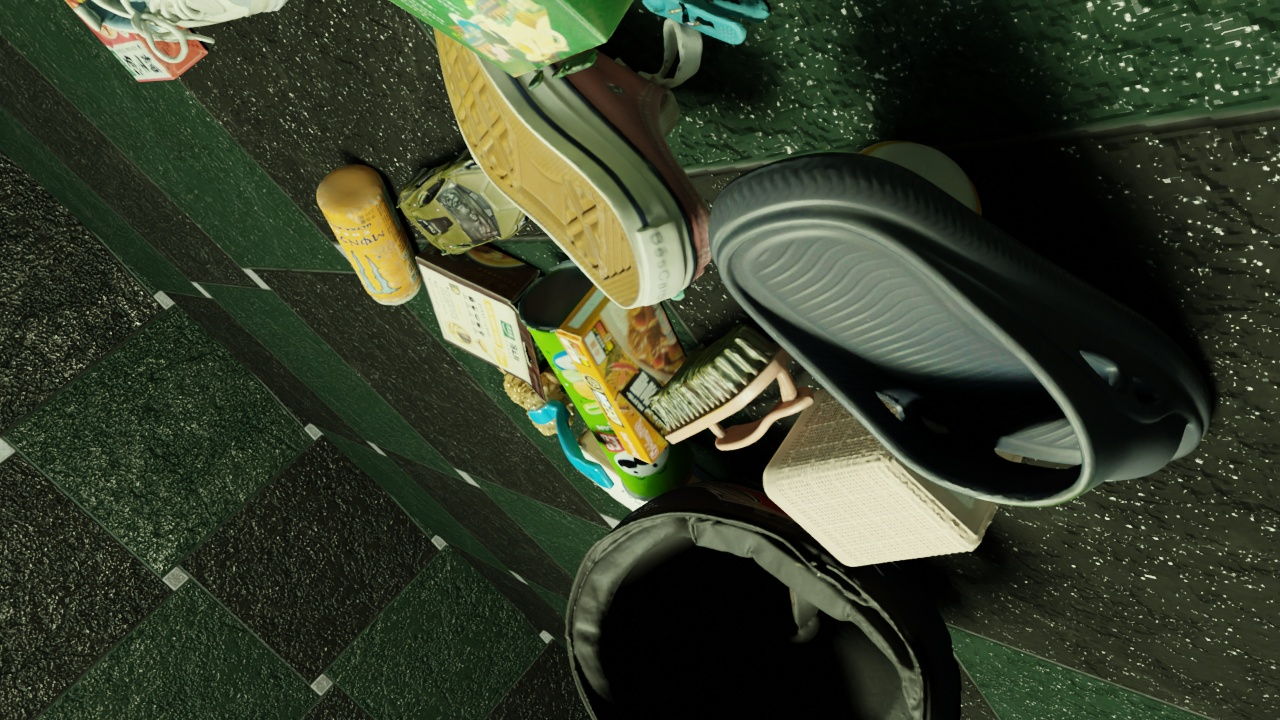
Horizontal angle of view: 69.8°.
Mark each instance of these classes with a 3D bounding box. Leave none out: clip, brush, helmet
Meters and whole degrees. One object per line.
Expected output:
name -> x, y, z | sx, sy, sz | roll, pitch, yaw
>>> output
clip -> 0.027, -0.152, 0.394 | 0.056, 0.043, 0.014 | 28, 154, 25
brush -> -0.072, 0.060, 0.821 | 0.083, 0.046, 0.255 | 57, 173, -23
helmet -> 0.108, 0.224, 0.720 | 0.316, 0.247, 0.240 | 13, 176, 36
brush -> 0.064, 0.022, 0.624 | 0.073, 0.063, 0.146 | 44, 156, -4

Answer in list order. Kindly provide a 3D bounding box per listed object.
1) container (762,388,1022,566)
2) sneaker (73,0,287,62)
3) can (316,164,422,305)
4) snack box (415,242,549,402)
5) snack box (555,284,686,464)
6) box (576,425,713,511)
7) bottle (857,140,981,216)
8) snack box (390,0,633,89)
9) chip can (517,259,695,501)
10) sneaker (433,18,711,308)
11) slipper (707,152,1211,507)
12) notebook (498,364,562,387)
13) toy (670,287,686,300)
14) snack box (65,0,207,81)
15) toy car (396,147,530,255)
container -> 0.148, 0.061, 0.538 | 0.090, 0.090, 0.111 | 42, 155, -9
sneaker -> -0.327, -0.264, 0.634 | 0.243, 0.090, 0.089 | 16, 150, 42
can -> -0.246, -0.112, 0.845 | 0.058, 0.058, 0.146 | 31, 157, 18
snack box -> -0.124, -0.038, 0.789 | 0.126, 0.053, 0.113 | 25, 148, 20
snack box -> -0.004, 0.004, 0.674 | 0.026, 0.075, 0.154 | 20, 152, 36
box -> 0.019, 0.124, 0.902 | 0.184, 0.059, 0.090 | 35, 159, 4
bottle -> 0.106, -0.050, 0.417 | 0.063, 0.063, 0.109 | 36, 158, 6
snack box -> -0.048, -0.182, 0.357 | 0.105, 0.117, 0.118 | 38, 164, -32
chip can -> -0.021, 0.024, 0.747 | 0.072, 0.072, 0.236 | 22, 152, 36
sneaker -> -0.028, -0.123, 0.457 | 0.241, 0.087, 0.118 | 51, 154, 32
slipper -> 0.131, 0.014, 0.371 | 0.268, 0.083, 0.111 | 26, 154, -32
notebook -> -0.132, -0.024, 0.909 | 0.148, 0.008, 0.208 | 40, 158, -4
toy -> 0.002, -0.072, 0.584 | 0.096, 0.030, 0.092 | 38, 164, -20
snack box -> -0.462, -0.307, 0.817 | 0.127, 0.044, 0.113 | 15, 149, 45
toy car -> -0.135, -0.117, 0.692 | 0.070, 0.042, 0.158 | 47, 154, -22
